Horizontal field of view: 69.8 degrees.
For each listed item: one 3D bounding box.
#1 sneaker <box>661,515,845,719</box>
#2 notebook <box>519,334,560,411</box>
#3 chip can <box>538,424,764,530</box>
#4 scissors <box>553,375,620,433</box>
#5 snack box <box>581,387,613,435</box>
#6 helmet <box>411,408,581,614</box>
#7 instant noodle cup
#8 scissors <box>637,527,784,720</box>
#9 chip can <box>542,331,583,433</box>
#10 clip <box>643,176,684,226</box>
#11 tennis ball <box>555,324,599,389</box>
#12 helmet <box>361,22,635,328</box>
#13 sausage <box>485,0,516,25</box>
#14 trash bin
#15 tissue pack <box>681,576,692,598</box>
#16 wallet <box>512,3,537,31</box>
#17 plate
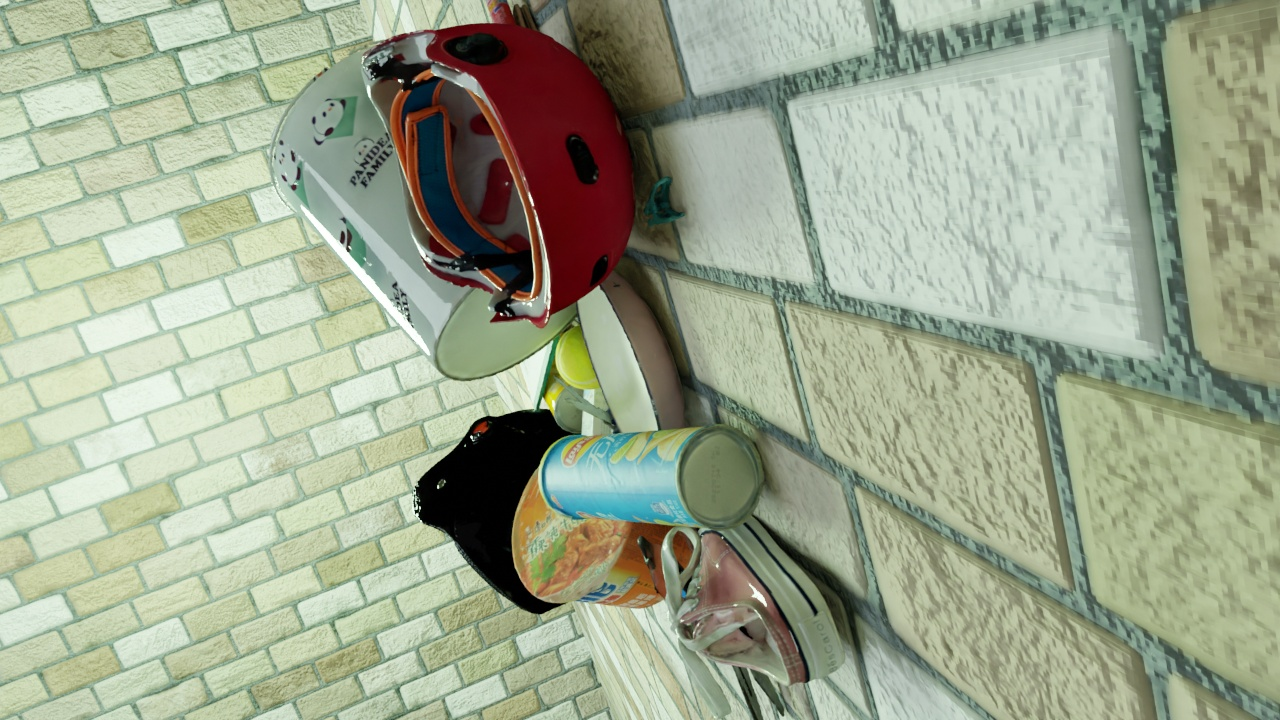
[{"bbox_3d":[0.060,0.170,0.647,0.241,0.087,0.118,-165,55,-80],"label":"sneaker"},{"bbox_3d":[-0.124,-0.055,1.037,0.210,0.012,0.150,113,142,-56],"label":"notebook"},{"bbox_3d":[-0.001,0.087,0.682,0.211,0.071,0.071,-12,99,59],"label":"chip can"},{"bbox_3d":[-0.033,0.051,0.881,0.170,0.012,0.144,49,-169,-21],"label":"scissors"},{"bbox_3d":[-0.046,0.084,0.979,0.085,0.027,0.156,154,120,-77],"label":"snack box"},{"bbox_3d":[-0.124,0.172,1.135,0.233,0.231,0.274,51,-157,-37],"label":"helmet"},{"bbox_3d":[-0.028,0.160,0.853,0.111,0.151,0.151,30,-161,-42],"label":"instant noodle cup"},{"bbox_3d":[0.061,0.208,0.771,0.224,0.015,0.188,44,-151,-36],"label":"scissors"},{"bbox_3d":[-0.104,0.008,1.130,0.213,0.072,0.072,-129,22,-56],"label":"chip can"},{"bbox_3d":[0.014,-0.101,0.601,0.055,0.013,0.037,166,84,-76],"label":"clip"},{"bbox_3d":[-0.051,-0.004,0.907,0.065,0.065,0.065,159,90,-78],"label":"tennis ball"},{"bbox_3d":[-0.077,-0.137,0.646,0.240,0.143,0.207,34,144,43],"label":"helmet"},{"bbox_3d":[-0.103,-0.251,0.761,0.020,0.020,0.155,111,142,-72],"label":"sausage"},{"bbox_3d":[-0.182,-0.131,0.863,0.252,0.229,0.230,50,162,19],"label":"trash bin"},{"bbox_3d":[0.009,0.181,0.971,0.157,0.052,0.095,-130,23,-56],"label":"tissue pack"},{"bbox_3d":[-0.090,-0.238,0.809,0.101,0.020,0.115,128,122,-75],"label":"wallet"},{"bbox_3d":[-0.005,0.005,0.782,0.193,0.039,0.192,159,90,-77],"label":"plate"}]
